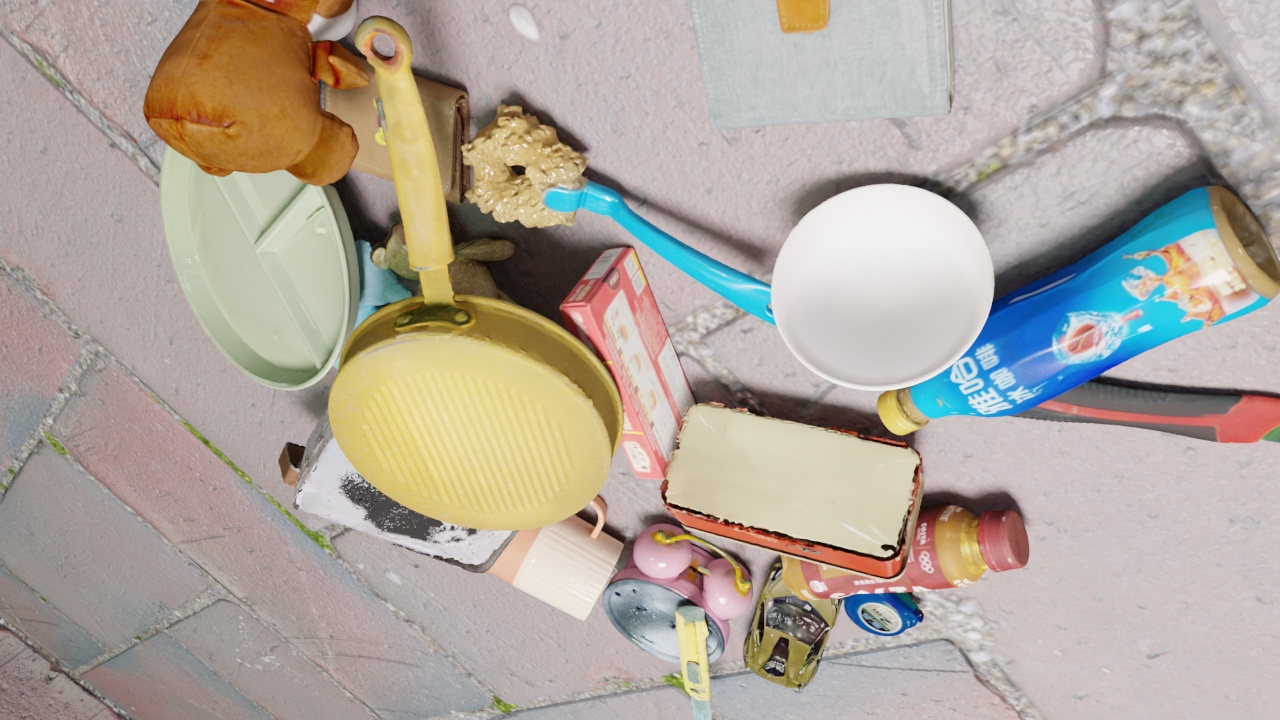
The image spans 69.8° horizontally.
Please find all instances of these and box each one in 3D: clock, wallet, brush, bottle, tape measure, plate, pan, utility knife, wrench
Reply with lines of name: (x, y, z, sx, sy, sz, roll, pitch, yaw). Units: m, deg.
clock: (0.035, 0.203, 0.811, 0.117, 0.059, 0.159, 30, 138, 4)
wallet: (-0.173, -0.160, 0.631, 0.115, 0.033, 0.090, 20, 134, 9)
brush: (-0.008, -0.085, 0.584, 0.255, 0.045, 0.083, 30, 133, 12)
bottle: (0.223, -0.013, 0.506, 0.065, 0.065, 0.219, 44, 135, -11)
tape measure: (0.192, 0.196, 0.739, 0.058, 0.025, 0.055, 41, 138, -3)
plate: (-0.299, -0.088, 0.720, 0.230, 0.027, 0.230, 14, 115, 32)
bottle: (0.188, 0.140, 0.667, 0.175, 0.057, 0.057, -18, 117, 39)
pan: (-0.120, -0.028, 0.579, 0.198, 0.078, 0.358, -2, 132, 10)
wallet: (0.089, -0.170, 0.467, 0.130, 0.036, 0.107, 4, 130, 27)
utility knife: (0.051, 0.276, 0.818, 0.031, 0.021, 0.205, 16, 141, 25)
wrench: (0.319, 0.028, 0.524, 0.274, 0.016, 0.056, 4, 126, 27)

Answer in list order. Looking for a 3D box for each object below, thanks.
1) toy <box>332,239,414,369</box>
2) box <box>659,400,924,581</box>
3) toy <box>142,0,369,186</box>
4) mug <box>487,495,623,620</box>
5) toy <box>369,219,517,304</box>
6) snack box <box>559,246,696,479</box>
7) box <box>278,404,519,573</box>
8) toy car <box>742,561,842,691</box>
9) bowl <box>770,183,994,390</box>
toy: (-0.229, -0.030, 0.761, 0.162, 0.049, 0.156, 6, 125, 36)
box: (0.104, 0.084, 0.633, 0.168, 0.091, 0.076, 11, 159, 21)
toy: (-0.213, -0.206, 0.542, 0.140, 0.130, 0.199, 10, 98, 17)
mug: (-0.072, 0.164, 0.833, 0.106, 0.081, 0.115, 28, 107, 3)
toy: (-0.125, -0.048, 0.687, 0.105, 0.066, 0.157, -41, 108, 12)
snack box: (-0.004, 0.004, 0.645, 0.025, 0.075, 0.153, -2, 126, 31)
box: (-0.203, 0.102, 0.787, 0.179, 0.134, 0.272, 26, 146, -24)
toy car: (0.129, 0.232, 0.797, 0.070, 0.042, 0.158, 18, 132, 15)
bowl: (0.139, -0.034, 0.527, 0.118, 0.118, 0.064, 10, 169, 22)
